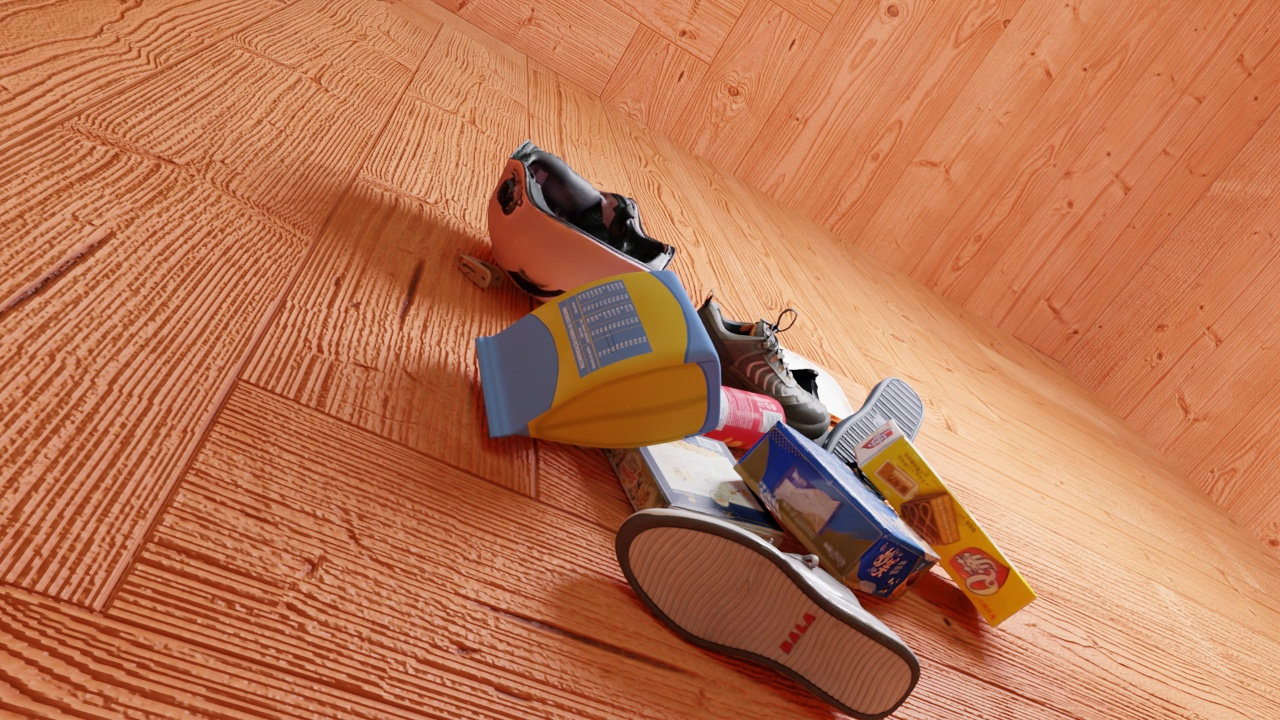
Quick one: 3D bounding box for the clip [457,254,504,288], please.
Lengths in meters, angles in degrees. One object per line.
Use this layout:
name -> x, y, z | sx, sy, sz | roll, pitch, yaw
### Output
clip -> -0.187, -0.107, 1.086 | 0.060, 0.024, 0.039 | 40, 21, 30

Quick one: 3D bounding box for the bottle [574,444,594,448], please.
bottle -> -0.053, 0.041, 0.910 | 0.043, 0.043, 0.111 | 24, 27, -21

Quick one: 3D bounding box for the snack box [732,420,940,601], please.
snack box -> 0.201, 0.155, 0.921 | 0.155, 0.069, 0.202 | 46, 9, 33

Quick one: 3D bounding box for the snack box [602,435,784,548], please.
snack box -> 0.047, 0.120, 0.882 | 0.144, 0.043, 0.145 | 20, 24, -33

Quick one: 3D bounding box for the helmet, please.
helmet -> -0.090, -0.143, 1.123 | 0.229, 0.153, 0.255 | 24, 20, -39

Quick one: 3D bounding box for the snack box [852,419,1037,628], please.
snack box -> 0.339, 0.180, 1.040 | 0.230, 0.062, 0.110 | 51, 11, 2

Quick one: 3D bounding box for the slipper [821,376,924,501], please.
slipper -> 0.288, 0.116, 1.180 | 0.101, 0.083, 0.262 | 44, 44, 5

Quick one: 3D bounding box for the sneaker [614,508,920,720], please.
sneaker -> 0.100, 0.187, 0.757 | 0.263, 0.097, 0.128 | 29, 9, -6

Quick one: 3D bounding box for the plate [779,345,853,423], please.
plate -> 0.240, 0.028, 1.414 | 0.187, 0.016, 0.186 | 27, 21, -14

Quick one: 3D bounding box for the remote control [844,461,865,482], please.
remote control -> 0.199, 0.132, 1.057 | 0.140, 0.009, 0.030 | 3, 62, -25

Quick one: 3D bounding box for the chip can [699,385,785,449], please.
chip can -> 0.067, 0.056, 1.018 | 0.232, 0.073, 0.073 | 13, 28, -44

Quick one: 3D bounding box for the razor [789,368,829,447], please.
razor -> 0.231, 0.069, 1.263 | 0.057, 0.060, 0.156 | 15, 45, -19

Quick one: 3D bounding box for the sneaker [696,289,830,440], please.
sneaker -> 0.157, -0.009, 1.155 | 0.238, 0.143, 0.101 | 30, 15, -9

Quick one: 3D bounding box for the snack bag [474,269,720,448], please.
snack bag -> -0.045, 0.005, 0.848 | 0.205, 0.102, 0.158 | -10, 37, -9
